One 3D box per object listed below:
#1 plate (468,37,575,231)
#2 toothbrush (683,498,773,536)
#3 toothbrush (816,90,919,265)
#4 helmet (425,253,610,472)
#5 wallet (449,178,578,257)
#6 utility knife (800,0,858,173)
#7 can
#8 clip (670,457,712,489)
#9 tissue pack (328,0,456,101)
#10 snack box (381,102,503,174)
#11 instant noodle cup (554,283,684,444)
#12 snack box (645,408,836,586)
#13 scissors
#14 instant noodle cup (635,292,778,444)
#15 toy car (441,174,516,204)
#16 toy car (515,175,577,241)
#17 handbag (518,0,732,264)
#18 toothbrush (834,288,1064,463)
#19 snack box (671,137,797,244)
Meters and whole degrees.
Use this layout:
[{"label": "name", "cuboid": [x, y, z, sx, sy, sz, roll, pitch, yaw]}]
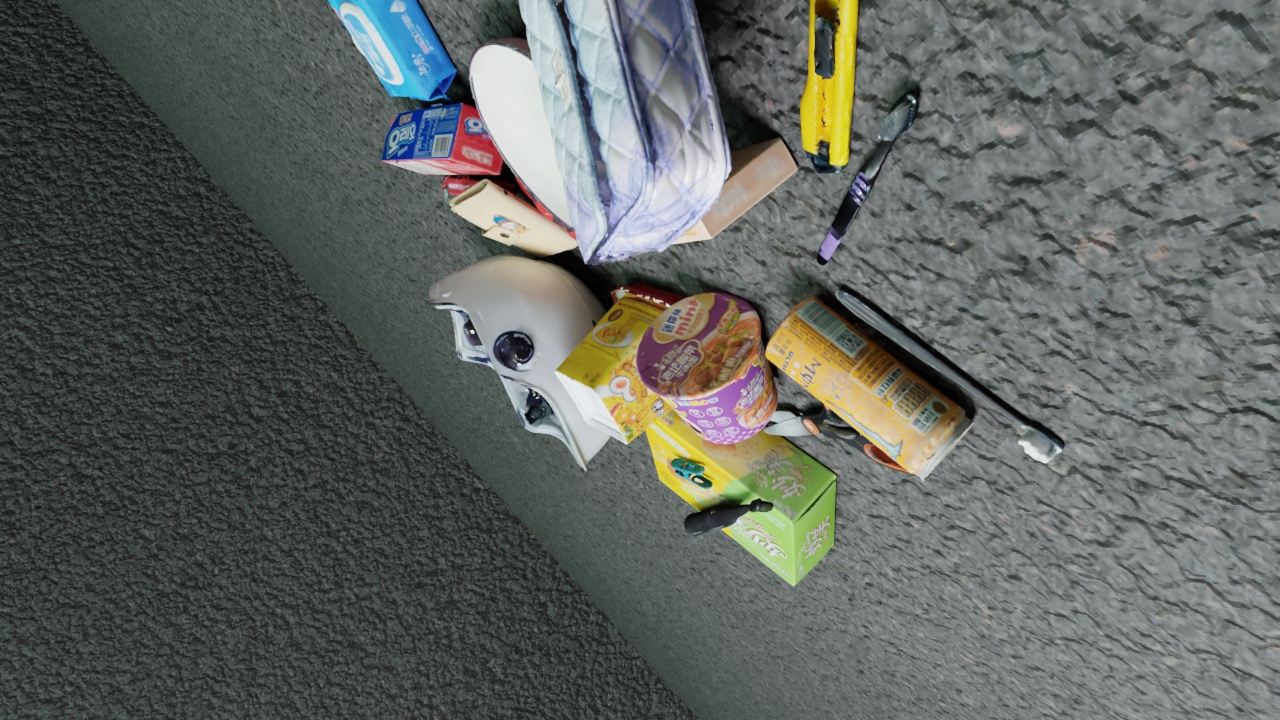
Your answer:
[{"label": "plate", "cuboid": [-0.065, -0.187, 0.766, 0.192, 0.039, 0.193, 41, 160, 18]}, {"label": "toothbrush", "cuboid": [0.086, 0.156, 0.923, 0.027, 0.026, 0.213, 15, 162, -10]}, {"label": "toothbrush", "cuboid": [0.131, -0.100, 0.557, 0.014, 0.016, 0.189, 43, 162, 12]}, {"label": "helmet", "cuboid": [-0.101, -0.016, 1.008, 0.258, 0.145, 0.229, 43, 167, 18]}, {"label": "wallet", "cuboid": [-0.129, -0.138, 0.928, 0.115, 0.024, 0.087, 26, 159, -33]}, {"label": "utility knife", "cuboid": [0.098, -0.174, 0.481, 0.033, 0.015, 0.207, 33, 156, 28]}, {"label": "can", "cuboid": [0.161, 0.018, 0.657, 0.146, 0.058, 0.058, 41, 160, 19]}, {"label": "clip", "cuboid": [0.051, 0.113, 0.931, 0.056, 0.014, 0.040, 16, 141, 53]}, {"label": "tissue pack", "cuboid": [-0.241, -0.314, 0.869, 0.095, 0.052, 0.157, 23, 150, 49]}, {"label": "snack box", "cuboid": [-0.204, -0.222, 0.934, 0.058, 0.057, 0.208, 11, -177, -35]}, {"label": "instant noodle cup", "cuboid": [-0.005, 0.005, 0.885, 0.116, 0.123, 0.116, 24, 150, 51]}, {"label": "snack box", "cuboid": [0.103, 0.123, 0.967, 0.210, 0.070, 0.158, 36, 157, 30]}, {"label": "scissors", "cuboid": [0.167, 0.067, 0.795, 0.162, 0.021, 0.234, 43, 160, 11]}, {"label": "instant noodle cup", "cuboid": [0.065, 0.014, 0.793, 0.112, 0.111, 0.099, 29, 161, 42]}, {"label": "toy car", "cuboid": [-0.174, -0.185, 0.978, 0.121, 0.052, 0.045, 23, 113, 54]}, {"label": "toy car", "cuboid": [-0.079, -0.151, 0.880, 0.106, 0.031, 0.049, 44, 162, 3]}, {"label": "handbag", "cuboid": [-0.018, -0.166, 0.536, 0.134, 0.075, 0.193, 143, 115, -68]}, {"label": "toothbrush", "cuboid": [0.201, 0.006, 0.616, 0.181, 0.018, 0.016, 41, 163, 21]}, {"label": "snack box", "cuboid": [0.031, -0.111, 0.642, 0.026, 0.084, 0.157, 57, 159, -17]}]
